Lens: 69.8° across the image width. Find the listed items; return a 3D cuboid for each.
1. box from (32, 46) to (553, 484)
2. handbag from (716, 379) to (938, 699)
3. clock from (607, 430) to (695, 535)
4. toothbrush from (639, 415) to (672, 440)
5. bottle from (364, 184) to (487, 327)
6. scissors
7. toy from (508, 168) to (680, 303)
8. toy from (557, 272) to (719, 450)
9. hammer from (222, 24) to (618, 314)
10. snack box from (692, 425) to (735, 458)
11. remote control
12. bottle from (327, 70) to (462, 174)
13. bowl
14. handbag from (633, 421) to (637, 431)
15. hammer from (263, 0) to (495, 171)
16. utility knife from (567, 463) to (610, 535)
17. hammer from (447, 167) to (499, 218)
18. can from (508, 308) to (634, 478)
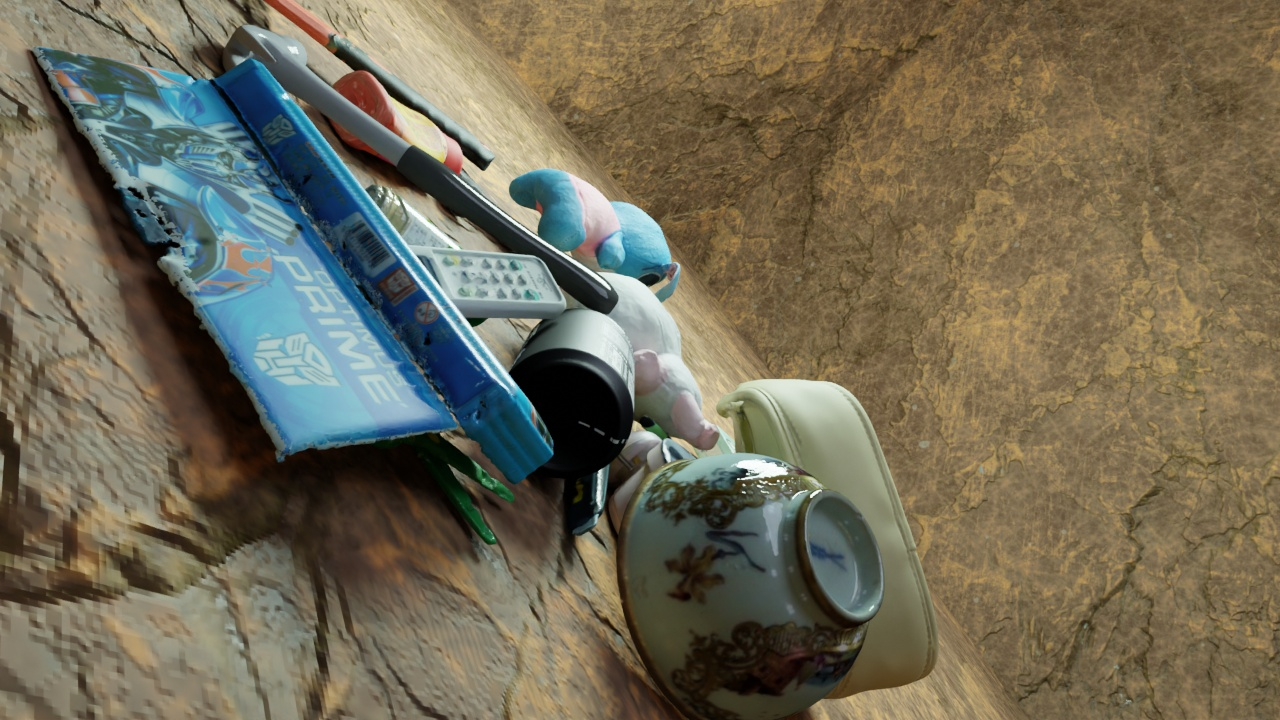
[{"bbox_3d":[-0.143,-0.054,0.422,0.243,0.060,0.175,49,9,21],"label":"box"},{"bbox_3d":[0.117,0.123,0.679,0.191,0.088,0.232,152,-70,-67],"label":"handbag"},{"bbox_3d":[0.026,0.107,0.640,0.117,0.059,0.157,45,10,-34],"label":"clock"},{"bbox_3d":[0.036,0.082,0.728,0.017,0.014,0.188,63,7,32],"label":"toothbrush"},{"bbox_3d":[-0.138,-0.066,0.590,0.110,0.043,0.042,42,13,-36],"label":"bottle"},{"bbox_3d":[-0.106,0.034,0.444,0.127,0.012,0.123,43,12,-36],"label":"scissors"},{"bbox_3d":[-0.056,-0.140,0.988,0.191,0.099,0.224,26,12,-47],"label":"toy"},{"bbox_3d":[-0.004,0.004,0.730,0.179,0.101,0.139,47,-7,29],"label":"toy"},{"bbox_3d":[-0.144,-0.127,0.634,0.311,0.029,0.125,35,12,-10],"label":"hammer"},{"bbox_3d":[0.138,0.172,0.964,0.141,0.044,0.193,41,14,-39],"label":"snack box"},{"bbox_3d":[-0.108,-0.045,0.565,0.133,0.022,0.050,-1,52,-44],"label":"remote control"},{"bbox_3d":[-0.195,-0.182,0.749,0.071,0.048,0.134,54,10,18],"label":"bottle"},{"bbox_3d":[0.076,0.118,0.510,0.159,0.094,0.159,26,51,-36],"label":"bowl"},{"bbox_3d":[0.022,0.087,0.807,0.084,0.027,0.178,51,7,-7],"label":"handbag"},{"bbox_3d":[-0.246,-0.258,0.782,0.333,0.033,0.133,34,16,-45],"label":"hammer"},{"bbox_3d":[-0.032,0.072,0.589,0.020,0.029,0.174,45,10,-12],"label":"utility knife"},{"bbox_3d":[-0.101,-0.107,0.965,0.330,0.033,0.120,42,11,-45],"label":"hammer"},{"bbox_3d":[-0.044,0.016,0.592,0.080,0.080,0.146,49,9,-11],"label":"can"}]
